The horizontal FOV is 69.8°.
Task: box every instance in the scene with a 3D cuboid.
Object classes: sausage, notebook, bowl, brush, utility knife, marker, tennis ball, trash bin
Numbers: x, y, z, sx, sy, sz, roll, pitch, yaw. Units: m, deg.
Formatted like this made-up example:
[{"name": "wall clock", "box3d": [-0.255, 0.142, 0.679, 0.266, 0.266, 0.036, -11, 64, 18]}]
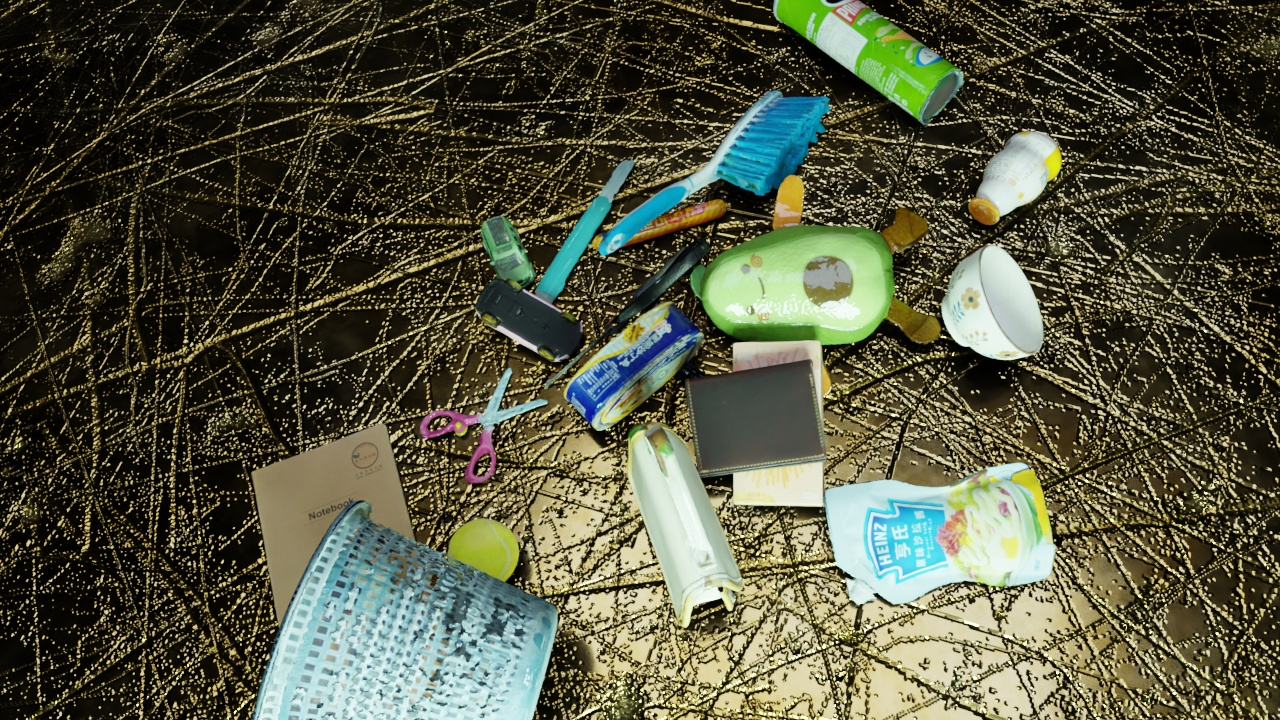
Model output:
[{"name": "sausage", "box3d": [0.022, -0.149, 1.018, 0.165, 0.021, 0.021, -17, 64, -1]}, {"name": "notebook", "box3d": [-0.300, 0.177, 0.910, 0.148, 0.008, 0.207, -21, 64, -3]}, {"name": "bowl", "box3d": [0.336, -0.050, 0.898, 0.062, 0.113, 0.113, -24, 54, 43]}, {"name": "brush", "box3d": [0.087, -0.200, 0.999, 0.109, 0.061, 0.313, 26, 60, 24]}, {"name": "utility knife", "box3d": [-0.060, -0.146, 1.031, 0.029, 0.013, 0.209, 25, 72, 18]}, {"name": "marker", "box3d": [0.095, 0.042, 0.918, 0.132, 0.022, 0.020, 33, 37, 20]}, {"name": "tennis ball", "box3d": [-0.147, 0.180, 0.857, 0.065, 0.065, 0.065, -3, 64, 6]}, {"name": "trash bin", "box3d": [-0.180, 0.252, 0.758, 0.195, 0.227, 0.226, 17, 67, -3]}]

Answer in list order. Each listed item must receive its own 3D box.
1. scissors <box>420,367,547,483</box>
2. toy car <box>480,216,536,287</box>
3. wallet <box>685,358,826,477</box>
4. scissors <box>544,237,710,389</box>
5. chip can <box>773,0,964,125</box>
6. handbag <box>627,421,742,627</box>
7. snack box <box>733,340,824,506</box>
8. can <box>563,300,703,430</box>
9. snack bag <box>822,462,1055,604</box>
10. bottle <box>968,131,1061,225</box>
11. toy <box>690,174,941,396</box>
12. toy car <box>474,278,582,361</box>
[{"name": "scissors", "box3d": [-0.158, 0.068, 0.941, 0.133, 0.017, 0.128, -17, 62, -5]}, {"name": "toy car", "box3d": [-0.149, -0.119, 1.018, 0.043, 0.036, 0.091, -23, 68, -6]}, {"name": "wallet", "box3d": [0.107, 0.055, 0.859, 0.122, 0.020, 0.096, -9, 83, 12]}, {"name": "scissors", "box3d": [-0.009, -0.054, 0.921, 0.021, 0.223, 0.220, 48, 51, -3]}, {"name": "chip can", "box3d": [0.261, -0.368, 1.066, 0.072, 0.072, 0.236, -39, 67, -12]}, {"name": "handbag", "box3d": [0.038, 0.131, 0.796, 0.063, 0.179, 0.163, -18, 62, -7]}, {"name": "snack box", "box3d": [0.132, 0.060, 0.876, 0.084, 0.026, 0.157, -2, 79, 13]}, {"name": "can", "box3d": [-0.005, 0.005, 0.919, 0.148, 0.075, 0.049, -40, 70, -12]}, {"name": "snack bag", "box3d": [0.267, 0.156, 0.826, 0.191, 0.039, 0.110, -9, 91, 1]}, {"name": "bottle", "box3d": [0.392, -0.191, 0.968, 0.063, 0.063, 0.108, 39, 74, 21]}, {"name": "toy", "box3d": [0.174, -0.076, 0.924, 0.247, 0.090, 0.226, -7, 80, 7]}, {"name": "toy car", "box3d": [-0.118, -0.042, 0.977, 0.122, 0.037, 0.056, 30, 79, 7]}]
